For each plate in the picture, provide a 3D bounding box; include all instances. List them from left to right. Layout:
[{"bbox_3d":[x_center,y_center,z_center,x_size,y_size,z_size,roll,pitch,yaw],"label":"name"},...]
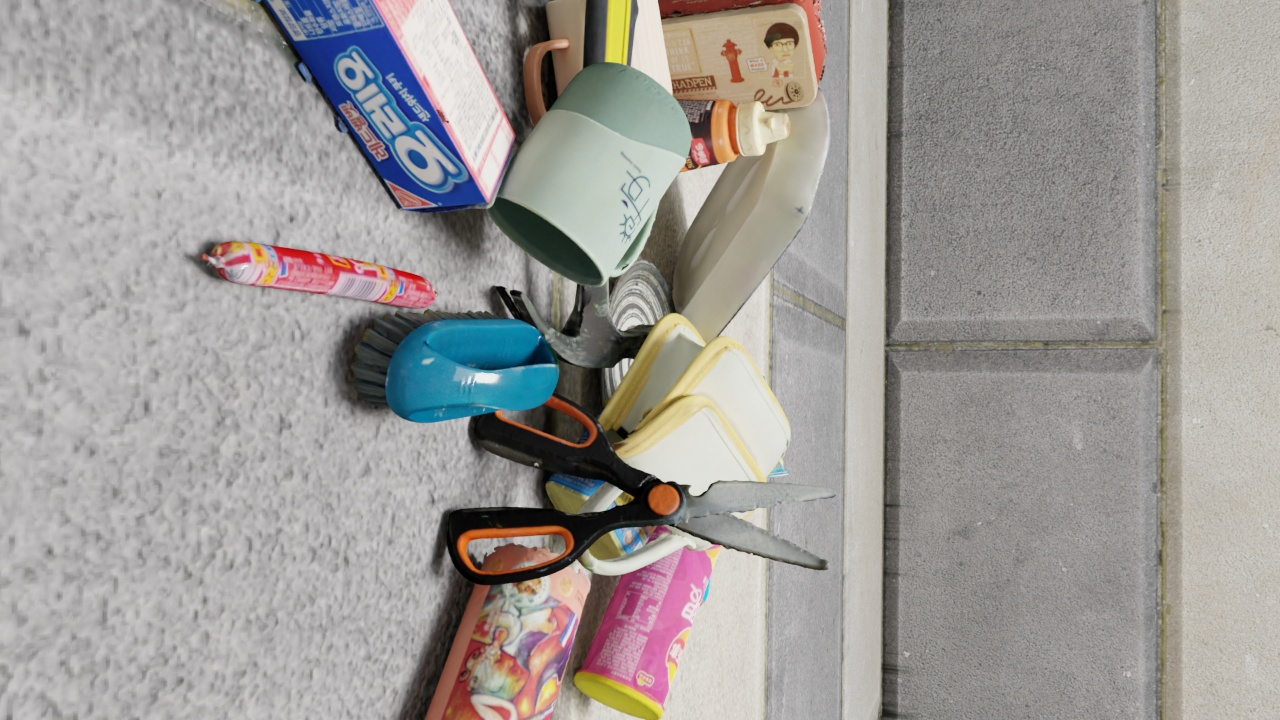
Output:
[{"bbox_3d":[-0.005,0.005,0.779,0.179,0.024,0.179,2,90,-68],"label":"plate"},{"bbox_3d":[0.084,-0.123,0.810,0.267,0.034,0.161,124,-23,-51],"label":"plate"}]

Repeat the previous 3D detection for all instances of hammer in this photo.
[{"bbox_3d":[-0.025,-0.155,0.592,0.126,0.032,0.323,-2,101,-36],"label":"hammer"}]

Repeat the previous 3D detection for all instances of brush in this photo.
[{"bbox_3d":[-0.087,0.005,0.498,0.143,0.073,0.055,-7,113,-69],"label":"brush"}]

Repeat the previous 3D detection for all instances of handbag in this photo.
[{"bbox_3d":[0.027,0.079,0.633,0.178,0.063,0.163,-56,140,-16],"label":"handbag"}]

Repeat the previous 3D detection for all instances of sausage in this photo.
[{"bbox_3d":[-0.142,-0.039,0.432,0.155,0.020,0.020,5,86,-68],"label":"sausage"}]

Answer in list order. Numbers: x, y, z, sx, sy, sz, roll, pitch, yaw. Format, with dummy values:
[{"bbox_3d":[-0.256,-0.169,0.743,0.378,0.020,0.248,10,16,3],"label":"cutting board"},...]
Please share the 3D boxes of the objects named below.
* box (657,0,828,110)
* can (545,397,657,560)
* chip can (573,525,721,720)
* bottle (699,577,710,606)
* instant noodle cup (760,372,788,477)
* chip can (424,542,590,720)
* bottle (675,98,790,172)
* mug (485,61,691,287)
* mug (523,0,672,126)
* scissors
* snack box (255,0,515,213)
[{"bbox_3d":[0.061,-0.256,0.739,0.091,0.168,0.076,68,31,-44],"label":"box"},{"bbox_3d":[-0.017,0.092,0.677,0.083,0.057,0.102,-53,141,-28],"label":"can"},{"bbox_3d":[0.021,0.172,0.734,0.210,0.071,0.071,-64,148,-31],"label":"chip can"},{"bbox_3d":[0.046,0.115,0.849,0.065,0.065,0.218,59,38,-53],"label":"bottle"},{"bbox_3d":[0.101,0.070,0.962,0.099,0.099,0.110,11,73,-68],"label":"instant noodle cup"},{"bbox_3d":[-0.088,0.211,0.503,0.071,0.071,0.214,67,31,-45],"label":"chip can"},{"bbox_3d":[0.044,-0.179,0.724,0.066,0.150,0.066,1,90,-68],"label":"bottle"},{"bbox_3d":[-0.021,-0.102,0.538,0.106,0.082,0.112,-57,144,-14],"label":"mug"},{"bbox_3d":[-0.032,-0.200,0.645,0.114,0.082,0.106,-21,111,-35],"label":"mug"},{"bbox_3d":[-0.008,0.091,0.536,0.197,0.227,0.022,-46,160,-20],"label":"scissors"},{"bbox_3d":[-0.126,-0.160,0.422,0.208,0.057,0.058,64,31,-48],"label":"snack box"}]
